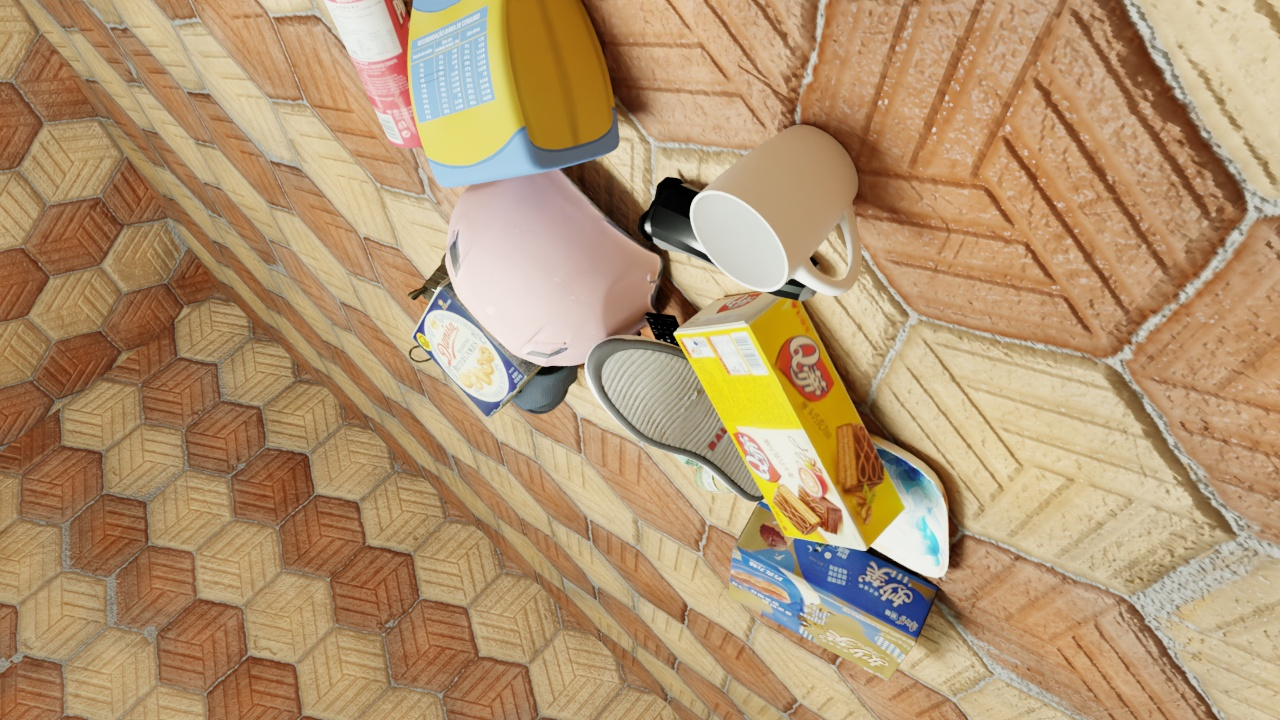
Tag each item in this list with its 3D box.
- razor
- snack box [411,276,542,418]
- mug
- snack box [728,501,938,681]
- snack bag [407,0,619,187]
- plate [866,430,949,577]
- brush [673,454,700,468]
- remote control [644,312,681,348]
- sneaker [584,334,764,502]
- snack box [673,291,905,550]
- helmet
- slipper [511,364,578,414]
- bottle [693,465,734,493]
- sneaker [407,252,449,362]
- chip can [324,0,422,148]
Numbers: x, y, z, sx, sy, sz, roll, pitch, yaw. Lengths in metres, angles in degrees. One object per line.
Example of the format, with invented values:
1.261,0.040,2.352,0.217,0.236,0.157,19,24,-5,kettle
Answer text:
0.072,-0.092,0.721,0.156,0.057,0.060,31,-175,33,razor
-0.195,-0.016,1.092,0.145,0.042,0.145,46,145,-2,snack box
0.104,-0.094,0.608,0.114,0.087,0.081,41,157,11,mug
0.202,0.254,1.006,0.203,0.069,0.155,25,153,18,snack box
-0.115,-0.249,0.721,0.159,0.102,0.205,6,114,50,snack bag
0.212,0.119,0.872,0.187,0.016,0.187,28,152,37,plate
0.002,0.053,1.065,0.033,0.012,0.217,23,-162,-46,brush
0.035,-0.010,0.931,0.030,0.009,0.140,8,155,19,remote control
0.035,0.046,0.937,0.263,0.096,0.129,36,176,-33,sneaker
0.130,0.053,0.806,0.110,0.061,0.230,-4,119,58,snack box
-0.100,-0.084,0.919,0.230,0.152,0.256,45,164,-7,helmet
-0.126,-0.016,1.132,0.082,0.101,0.264,31,150,34,slipper
0.102,0.134,1.063,0.043,0.043,0.111,50,158,-11,bottle
-0.227,-0.028,1.228,0.101,0.142,0.238,22,149,44,sneaker
-0.251,-0.313,0.881,0.073,0.073,0.233,32,155,30,chip can
